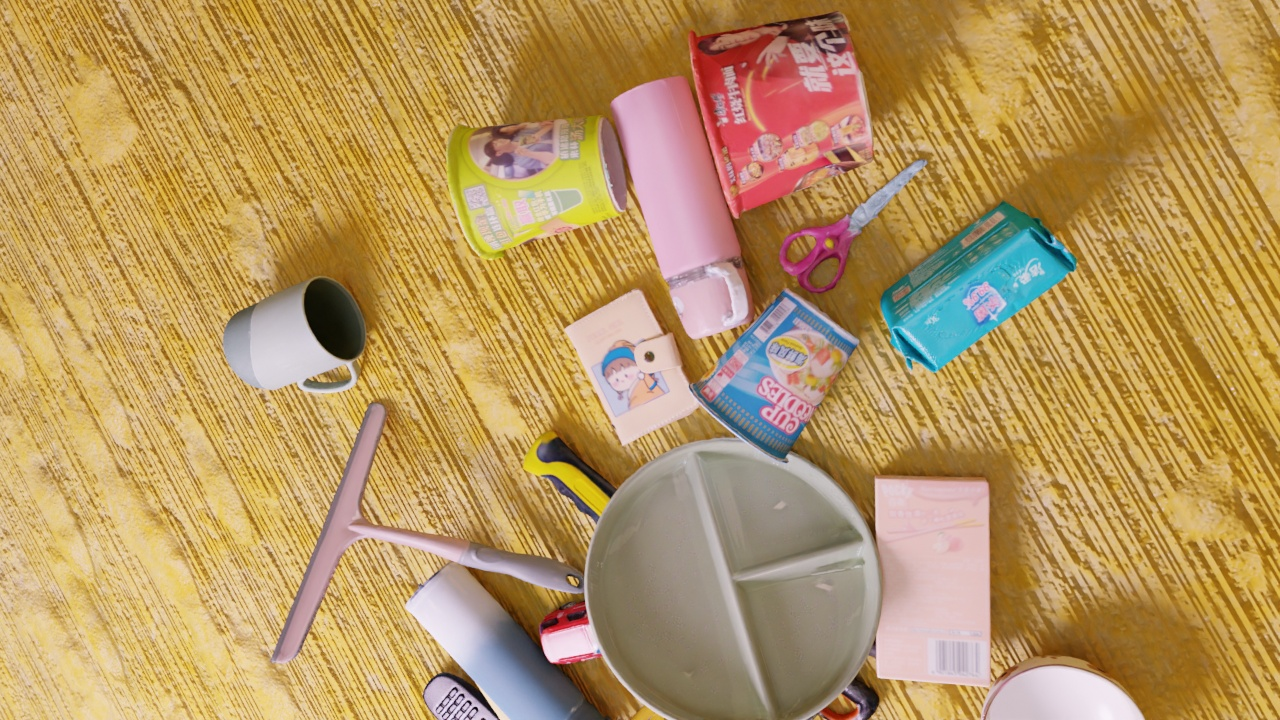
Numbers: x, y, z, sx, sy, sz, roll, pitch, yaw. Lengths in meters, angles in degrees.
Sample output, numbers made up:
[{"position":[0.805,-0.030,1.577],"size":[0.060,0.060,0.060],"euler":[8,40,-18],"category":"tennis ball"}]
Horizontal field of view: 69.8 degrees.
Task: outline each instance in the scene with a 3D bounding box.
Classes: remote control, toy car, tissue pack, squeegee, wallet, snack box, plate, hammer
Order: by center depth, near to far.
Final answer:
[{"position":[0.231,-0.051,0.653],"size":[0.134,0.093,0.050],"euler":[-39,100,20],"category":"tissue pack"},{"position":[0.225,0.168,0.710],"size":[0.084,0.026,0.157],"euler":[0,89,16],"category":"snack box"},{"position":[0.071,0.171,0.717],"size":[0.230,0.027,0.229],"euler":[-3,63,6],"category":"plate"},{"position":[0.029,0.171,0.770],"size":[0.323,0.032,0.126],"euler":[40,97,17],"category":"hammer"},{"position":[-0.005,0.005,0.781],"size":[0.087,0.024,0.115],"euler":[-27,87,25],"category":"wallet"},{"position":[-0.034,0.238,0.813],"size":[0.121,0.045,0.053],"euler":[-21,92,18],"category":"toy car"},{"position":[-0.165,0.169,0.817],"size":[0.249,0.040,0.247],"euler":[14,63,-2],"category":"squeegee"},{"position":[-0.150,0.352,0.879],"size":[0.136,0.024,0.053],"euler":[41,104,8],"category":"remote control"}]

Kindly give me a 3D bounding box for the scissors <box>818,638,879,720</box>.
[{"position":[0.108,0.229,0.774],"size":[0.230,0.021,0.190],"euler":[-7,96,19],"category":"scissors"}]

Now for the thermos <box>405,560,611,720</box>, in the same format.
[{"position":[-0.119,0.282,0.837],"size":[0.220,0.070,0.070],"euler":[45,109,8],"category":"thermos"}]

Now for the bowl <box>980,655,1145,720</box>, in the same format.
[{"position":[0.313,0.270,0.688],"size":[0.113,0.062,0.113],"euler":[3,99,17],"category":"bowl"}]

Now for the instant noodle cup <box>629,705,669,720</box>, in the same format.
[{"position":[0.022,0.371,0.771],"size":[0.110,0.137,0.138],"euler":[40,108,1],"category":"instant noodle cup"}]

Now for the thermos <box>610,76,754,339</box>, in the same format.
[{"position":[0.038,-0.118,0.716],"size":[0.067,0.087,0.198],"euler":[-17,90,-15],"category":"thermos"}]

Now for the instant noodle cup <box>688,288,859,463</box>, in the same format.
[{"position":[0.107,0.006,0.709],"size":[0.099,0.099,0.110],"euler":[38,100,10],"category":"instant noodle cup"}]

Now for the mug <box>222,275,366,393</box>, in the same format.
[{"position":[-0.318,-0.012,0.861],"size":[0.106,0.082,0.112],"euler":[-19,123,20],"category":"mug"}]

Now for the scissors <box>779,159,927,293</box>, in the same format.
[{"position":[0.168,-0.108,0.710],"size":[0.133,0.017,0.056],"euler":[-42,78,16],"category":"scissors"}]

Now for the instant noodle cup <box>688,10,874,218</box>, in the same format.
[{"position":[0.103,-0.184,0.662],"size":[0.109,0.137,0.138],"euler":[-13,93,12],"category":"instant noodle cup"}]

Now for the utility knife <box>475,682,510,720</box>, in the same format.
[{"position":[-0.121,0.326,0.862],"size":[0.031,0.018,0.166],"euler":[-42,80,8],"category":"utility knife"}]

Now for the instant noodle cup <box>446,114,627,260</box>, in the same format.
[{"position":[-0.078,-0.147,0.744],"size":[0.123,0.111,0.111],"euler":[-8,95,12],"category":"instant noodle cup"}]
